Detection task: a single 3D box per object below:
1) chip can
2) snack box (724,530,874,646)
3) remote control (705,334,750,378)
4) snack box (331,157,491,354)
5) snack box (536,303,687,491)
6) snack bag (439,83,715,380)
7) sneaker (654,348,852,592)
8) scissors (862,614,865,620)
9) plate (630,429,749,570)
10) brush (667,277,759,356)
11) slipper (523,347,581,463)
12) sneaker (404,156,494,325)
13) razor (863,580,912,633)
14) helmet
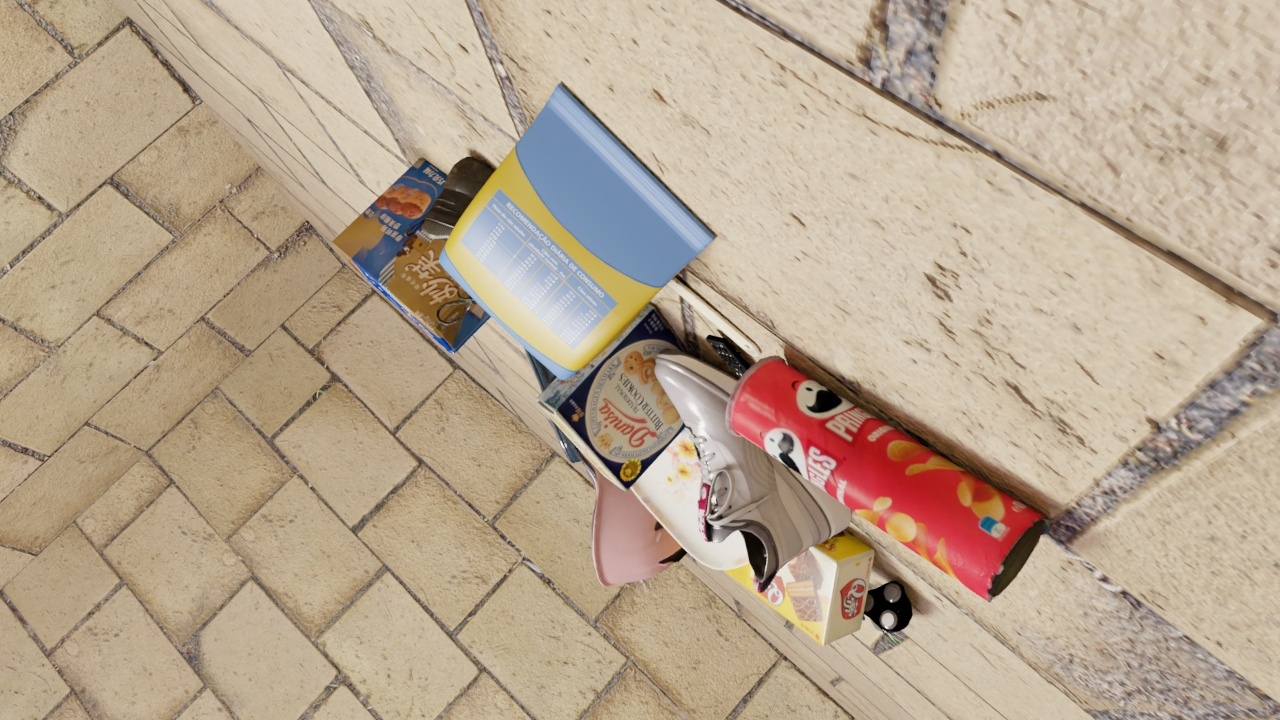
[{"bbox_3d":[0.170,0.080,0.665,0.233,0.073,0.073,34,165,36],"label":"chip can"},{"bbox_3d":[0.164,0.226,1.087,0.230,0.061,0.110,28,120,51],"label":"snack box"},{"bbox_3d":[0.108,0.027,0.824,0.140,0.009,0.030,46,168,-24],"label":"remote control"},{"bbox_3d":[-0.244,-0.128,1.096,0.203,0.155,0.069,37,168,28],"label":"snack box"},{"bbox_3d":[-0.011,0.037,0.927,0.043,0.145,0.144,29,162,48],"label":"snack box"},{"bbox_3d":[-0.049,-0.097,0.718,0.159,0.102,0.206,44,143,-4],"label":"snack bag"},{"bbox_3d":[0.085,0.106,0.901,0.263,0.128,0.097,49,165,-13],"label":"sneaker"},{"bbox_3d":[0.269,0.298,1.156,0.140,0.013,0.114,59,-172,-43],"label":"scissors"},{"bbox_3d":[0.088,0.143,1.027,0.187,0.016,0.187,48,127,-7],"label":"plate"},{"bbox_3d":[0.017,-0.075,0.780,0.217,0.012,0.033,40,167,6],"label":"brush"},{"bbox_3d":[-0.100,0.013,1.247,0.101,0.082,0.263,69,180,-62],"label":"slipper"},{"bbox_3d":[-0.145,-0.082,0.961,0.238,0.142,0.101,46,168,-16],"label":"sneaker"},{"bbox_3d":[0.289,0.294,1.077,0.060,0.057,0.156,7,163,20],"label":"razor"},{"bbox_3d":[0.006,0.170,1.185,0.254,0.152,0.230,-79,-13,-56],"label":"helmet"}]
